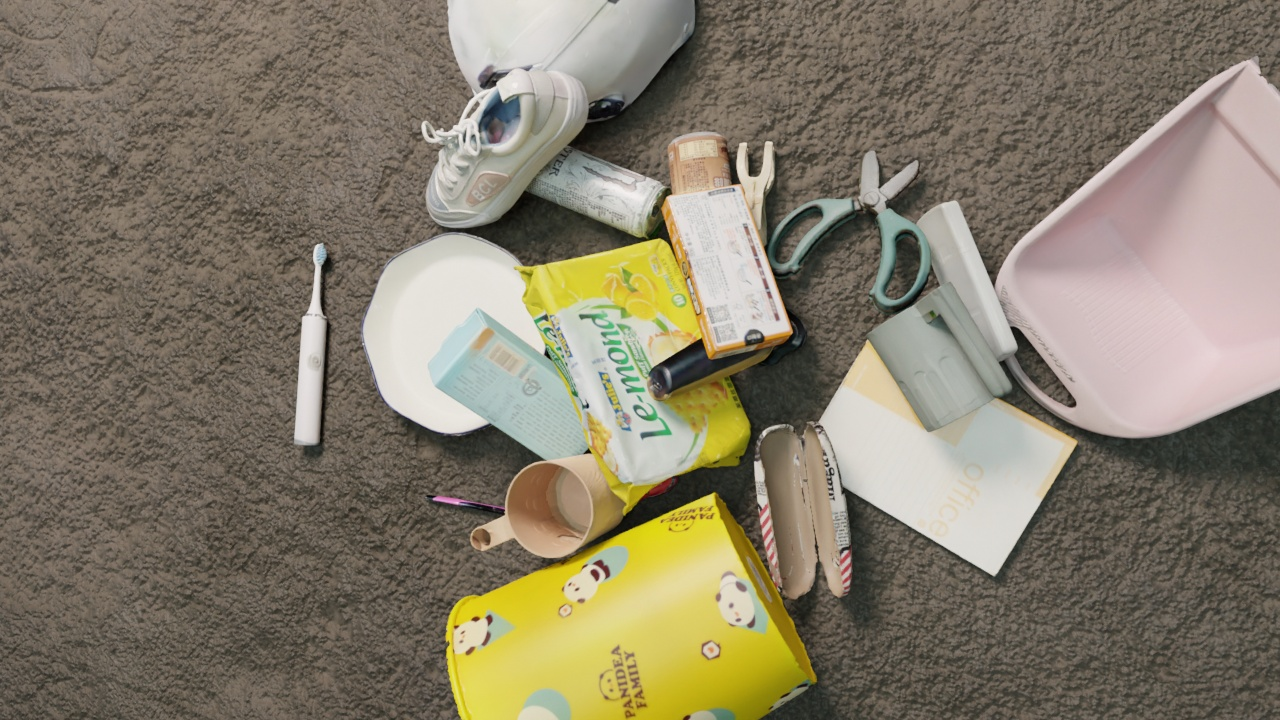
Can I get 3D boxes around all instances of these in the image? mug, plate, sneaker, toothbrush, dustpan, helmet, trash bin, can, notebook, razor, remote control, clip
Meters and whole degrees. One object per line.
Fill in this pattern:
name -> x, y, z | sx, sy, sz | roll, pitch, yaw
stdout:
mug -> 0.263, -0.004, 0.791 | 0.083, 0.124, 0.103 | -28, 82, -9
plate -> -0.188, -0.027, 0.953 | 0.205, 0.045, 0.205 | 0, 89, 14
sneaker -> -0.156, -0.197, 0.879 | 0.243, 0.090, 0.089 | -28, 72, 43
toothbrush -> -0.358, -0.018, 1.004 | 0.026, 0.026, 0.221 | 2, 88, 47
dustpan -> 0.416, -0.051, 0.724 | 0.138, 0.274, 0.222 | -32, 77, -15
helmet -> -0.085, -0.352, 0.887 | 0.259, 0.145, 0.229 | -30, 81, 11
trash bin -> -0.002, 0.257, 0.812 | 0.255, 0.229, 0.229 | -30, 81, 6
can -> -0.046, -0.172, 0.915 | 0.147, 0.058, 0.058 | 24, 94, 14
notebook -> 0.271, 0.084, 0.851 | 0.206, 0.010, 0.146 | 31, 95, 14
razor -> 0.077, -0.004, 0.843 | 0.062, 0.167, 0.068 | 41, 143, 37
toothbrush -> -0.137, 0.159, 0.950 | 0.189, 0.014, 0.018 | 7, 102, 15
mug -> -0.080, 0.138, 0.845 | 0.125, 0.103, 0.084 | -26, 81, 17
remote control -> 0.294, -0.068, 0.827 | 0.021, 0.058, 0.150 | -19, 84, -10
can -> 0.061, -0.157, 0.888 | 0.058, 0.058, 0.116 | -7, 86, 14
clip -> 0.109, -0.163, 0.881 | 0.034, 0.066, 0.099 | 2, 77, 14

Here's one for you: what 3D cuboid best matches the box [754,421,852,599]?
box -> 0.161, 0.137, 0.838 | 0.088, 0.076, 0.163 | -8, 91, 43

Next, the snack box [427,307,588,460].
snack box -> -0.112, 0.030, 0.878 | 0.175, 0.051, 0.074 | 38, 98, -31

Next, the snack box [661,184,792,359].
snack box -> 0.076, -0.082, 0.822 | 0.075, 0.026, 0.153 | -12, 75, -16

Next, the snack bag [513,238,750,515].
snack bag -> -0.005, 0.005, 0.860 | 0.068, 0.157, 0.246 | -36, 75, 53

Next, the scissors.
scissors -> 0.189, -0.115, 0.859 | 0.182, 0.019, 0.170 | -10, 68, 25

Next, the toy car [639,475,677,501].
toy car -> -0.023, 0.119, 0.907 | 0.121, 0.045, 0.053 | -19, 85, 10
